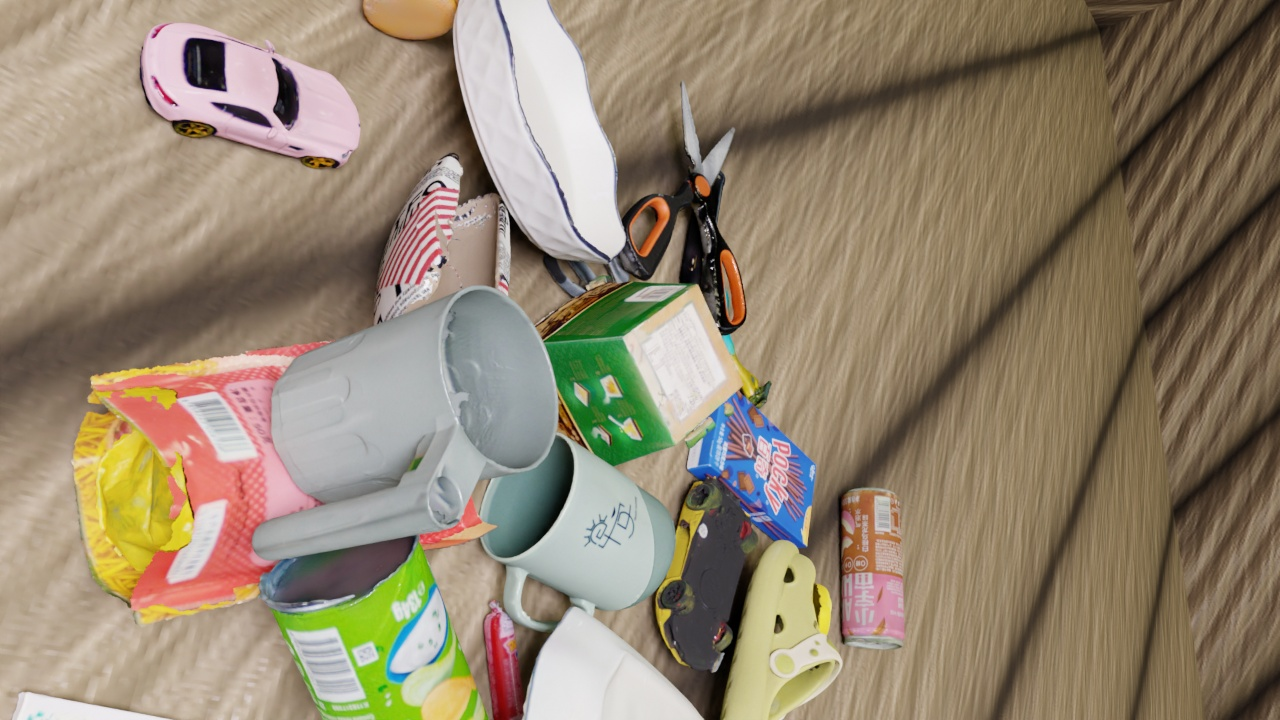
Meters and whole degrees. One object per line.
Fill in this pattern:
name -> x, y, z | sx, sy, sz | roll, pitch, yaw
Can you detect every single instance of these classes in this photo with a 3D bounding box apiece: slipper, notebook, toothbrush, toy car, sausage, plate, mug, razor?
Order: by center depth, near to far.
notebook -> -0.214, 0.255, 0.367 | 0.150, 0.012, 0.208 | 34, 53, -41
mug -> -0.107, 0.032, 0.403 | 0.084, 0.104, 0.123 | 58, 31, -29
toy car -> -0.202, -0.141, 0.491 | 0.122, 0.037, 0.056 | 7, 75, -51
sausage -> -0.076, 0.220, 0.542 | 0.020, 0.020, 0.155 | 3, 75, -51
plate -> 0.001, 0.252, 0.547 | 0.266, 0.034, 0.161 | 59, 29, -48
mug -> -0.040, 0.117, 0.573 | 0.106, 0.082, 0.111 | 39, 62, -38
plate -> -0.065, -0.159, 0.606 | 0.204, 0.046, 0.205 | -15, 90, -77
slipper -> 0.109, 0.229, 0.695 | 0.190, 0.081, 0.092 | -65, 166, -45
toy car -> 0.047, 0.158, 0.696 | 0.071, 0.041, 0.155 | 48, 43, -30
toothbrush -> 0.047, -0.072, 0.787 | 0.027, 0.026, 0.212 | 53, 42, -57
razor -> 0.083, -0.022, 0.811 | 0.132, 0.028, 0.043 | 68, 24, -16

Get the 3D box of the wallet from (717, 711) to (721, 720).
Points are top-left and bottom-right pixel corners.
wallet -> 0.085, 0.343, 0.703 | 0.122, 0.020, 0.096 | 49, 40, -28

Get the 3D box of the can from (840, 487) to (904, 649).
can -> 0.224, 0.201, 0.890 | 0.058, 0.058, 0.147 | 29, 57, -43

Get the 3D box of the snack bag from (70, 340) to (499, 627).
snack bag -> -0.161, 0.050, 0.462 | 0.207, 0.073, 0.128 | -9, 83, -57

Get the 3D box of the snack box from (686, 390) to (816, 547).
snack box -> 0.101, 0.093, 0.798 | 0.157, 0.026, 0.084 | 41, 48, -36

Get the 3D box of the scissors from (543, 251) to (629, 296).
scissors -> -0.014, -0.039, 0.702 | 0.171, 0.014, 0.159 | 21, 60, -44

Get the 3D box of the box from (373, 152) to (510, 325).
box -> -0.106, -0.051, 0.519 | 0.079, 0.074, 0.163 | 34, 23, -28

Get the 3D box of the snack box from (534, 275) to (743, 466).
snack box -> -0.004, 0.004, 0.617 | 0.118, 0.106, 0.117 | -38, 108, -39

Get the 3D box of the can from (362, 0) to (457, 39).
can -> -0.148, -0.283, 0.587 | 0.058, 0.058, 0.146 | 12, 69, -49

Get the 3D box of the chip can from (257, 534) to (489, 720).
chip can -> -0.102, 0.190, 0.436 | 0.072, 0.072, 0.236 | -41, 123, -49

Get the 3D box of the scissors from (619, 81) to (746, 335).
scissors -> 0.045, -0.122, 0.769 | 0.220, 0.022, 0.224 | -37, 105, -47
